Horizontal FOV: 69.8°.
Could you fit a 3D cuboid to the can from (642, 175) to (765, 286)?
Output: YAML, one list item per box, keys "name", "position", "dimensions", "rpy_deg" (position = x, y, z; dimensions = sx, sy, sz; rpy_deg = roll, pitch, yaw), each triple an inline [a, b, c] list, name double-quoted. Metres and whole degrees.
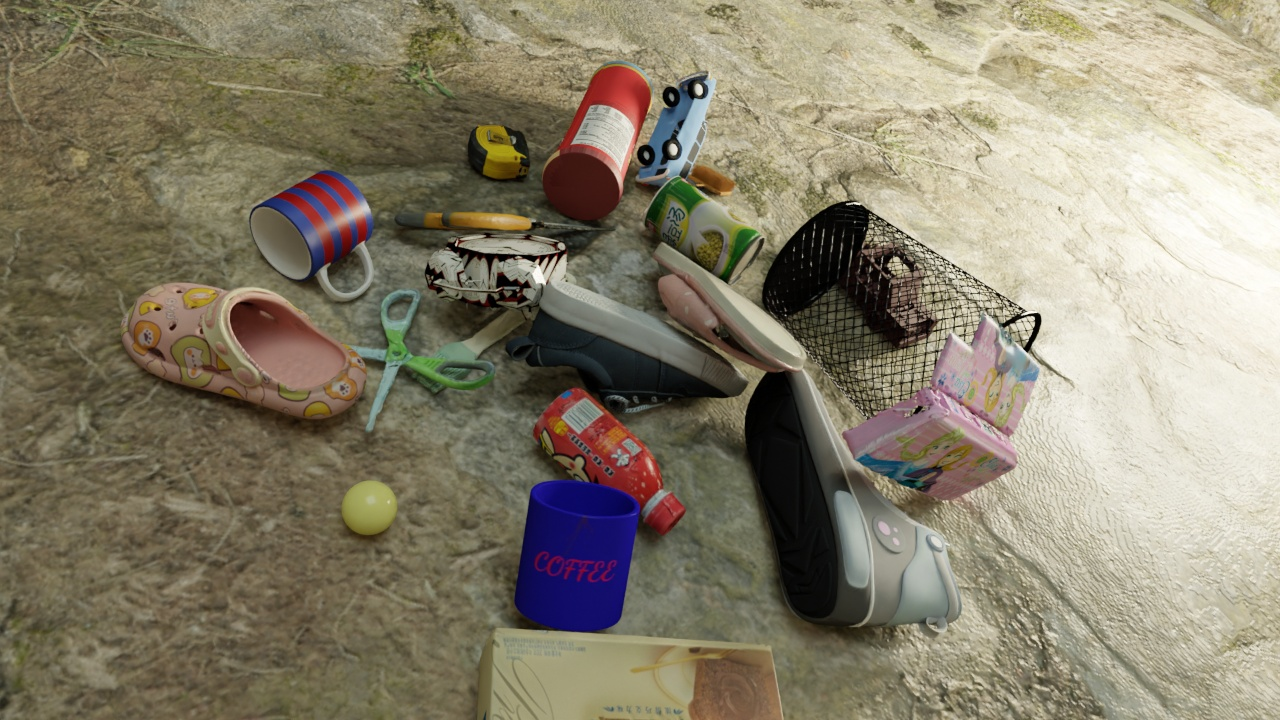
- name: "can"
  position: [0.067, -0.141, 0.992]
  dimensions: [0.121, 0.067, 0.067]
  rpy_deg: [38, 47, 13]

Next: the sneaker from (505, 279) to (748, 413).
- name: "sneaker"
  position: [-0.005, 0.005, 0.823]
  dimensions: [0.235, 0.087, 0.089]
  rpy_deg: [22, 11, -30]

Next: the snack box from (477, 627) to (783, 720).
- name: "snack box"
  position: [-0.002, 0.264, 0.608]
  dimensions: [0.207, 0.055, 0.153]
  rpy_deg: [8, 48, -15]

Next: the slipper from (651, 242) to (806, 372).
- name: "slipper"
  position: [0.069, -0.045, 0.861]
  dimensions: [0.114, 0.054, 0.274]
  rpy_deg: [31, 11, -25]

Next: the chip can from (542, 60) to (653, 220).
- name: "chip can"
  position: [-0.043, -0.253, 1.038]
  dimensions: [0.087, 0.087, 0.212]
  rpy_deg: [20, 45, -4]

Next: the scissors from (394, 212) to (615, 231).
- name: "scissors"
  position: [-0.121, -0.134, 0.899]
  dimensions: [0.225, 0.016, 0.175]
  rpy_deg: [-1, 7, -22]

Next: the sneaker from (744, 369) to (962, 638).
- name: "sneaker"
  position: [0.189, 0.116, 0.806]
  dimensions: [0.160, 0.093, 0.256]
  rpy_deg: [14, 44, -22]

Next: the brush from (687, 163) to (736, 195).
- name: "brush"
  position: [0.080, -0.206, 1.050]
  dimensions: [0.048, 0.017, 0.126]
  rpy_deg: [31, 16, 7]

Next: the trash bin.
- name: "trash bin"
  position: [0.242, -0.039, 0.902]
  dimensions: [0.183, 0.185, 0.210]
  rpy_deg: [-21, 55, -35]

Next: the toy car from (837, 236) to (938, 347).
- name: "toy car"
  position: [0.263, -0.096, 1.033]
  dimensions: [0.070, 0.062, 0.169]
  rpy_deg: [-17, 58, -33]

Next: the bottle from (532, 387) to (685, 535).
- name: "bottle"
  position: [-0.022, 0.087, 0.755]
  dimensions: [0.137, 0.062, 0.061]
  rpy_deg: [42, 48, 17]

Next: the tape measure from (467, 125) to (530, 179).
- name: "tape measure"
  position: [-0.156, -0.231, 1.005]
  dimensions: [0.064, 0.037, 0.065]
  rpy_deg: [2, 49, -21]

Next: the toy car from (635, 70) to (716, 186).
- name: "toy car"
  position: [0.045, -0.268, 1.072]
  dimensions: [0.054, 0.056, 0.153]
  rpy_deg: [34, 70, -37]

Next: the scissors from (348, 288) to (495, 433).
- name: "scissors"
  position: [-0.209, -0.003, 0.786]
  dimensions: [0.171, 0.021, 0.172]
  rpy_deg: [9, 49, -4]

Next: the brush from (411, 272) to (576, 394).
- name: "brush"
  position: [-0.128, -0.033, 0.857]
  dimensions: [0.033, 0.012, 0.217]
  rpy_deg: [36, 46, 12]

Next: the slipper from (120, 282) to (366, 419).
- name: "slipper"
  position: [-0.309, -0.023, 0.721]
  dimensions: [0.197, 0.082, 0.093]
  rpy_deg: [19, 44, 3]

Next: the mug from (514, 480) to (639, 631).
- name: "mug"
  position: [-0.047, 0.136, 0.678]
  dimensions: [0.079, 0.083, 0.111]
  rpy_deg: [8, 9, -6]

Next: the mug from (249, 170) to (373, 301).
- name: "mug"
  position: [-0.283, -0.107, 0.828]
  dimensions: [0.112, 0.075, 0.076]
  rpy_deg: [52, 46, -9]

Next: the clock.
- name: "clock"
  position: [-0.129, -0.071, 0.826]
  dimensions: [0.115, 0.065, 0.154]
  rpy_deg: [8, 18, 14]

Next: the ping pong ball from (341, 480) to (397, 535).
- name: "ping pong ball"
  position: [-0.201, 0.109, 0.679]
  dimensions: [0.040, 0.040, 0.040]
  rpy_deg: [11, 47, -12]

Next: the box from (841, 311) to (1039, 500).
- name: "box"
  position: [0.277, 0.050, 0.778]
  dimensions: [0.230, 0.161, 0.062]
  rpy_deg: [23, 19, -51]
